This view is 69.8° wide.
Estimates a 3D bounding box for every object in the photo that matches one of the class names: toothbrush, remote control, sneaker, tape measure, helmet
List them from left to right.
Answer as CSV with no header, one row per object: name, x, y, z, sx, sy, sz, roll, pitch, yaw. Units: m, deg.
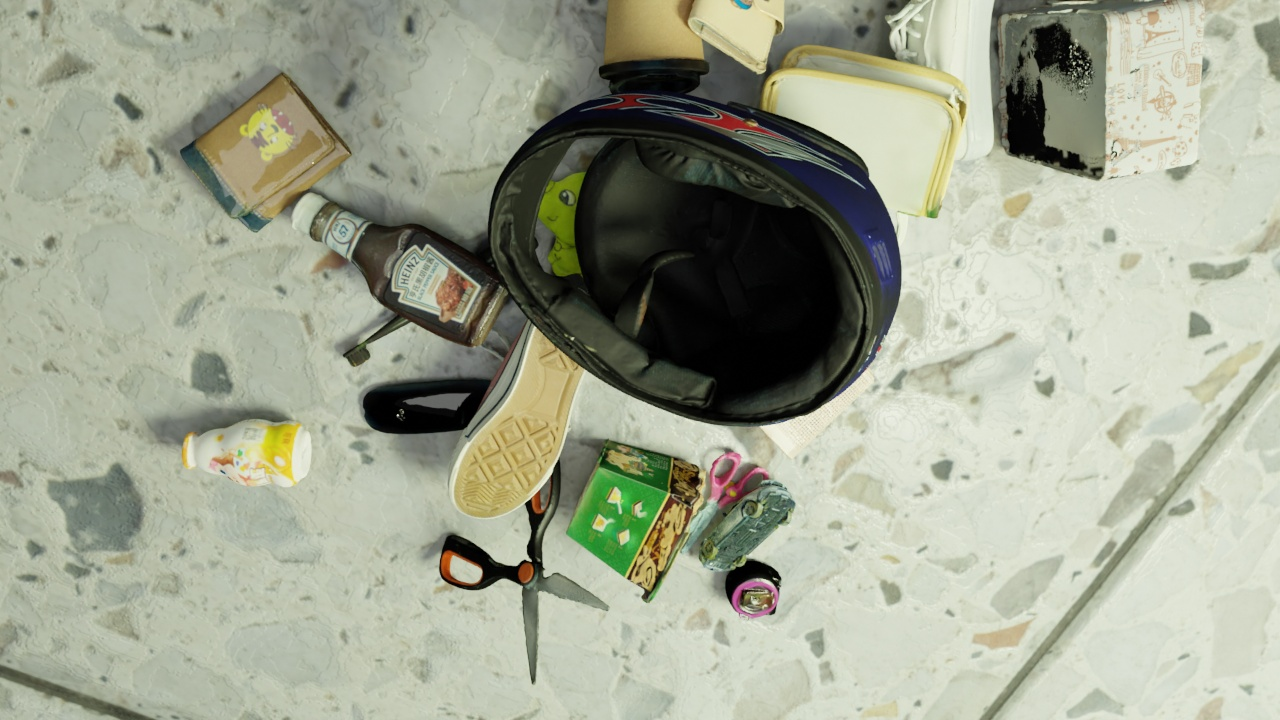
remote control,-0.199,0.046,0.884,0.136,0.024,0.053,-5,110,-3
toothbrush,-0.187,-0.057,0.847,0.213,0.026,0.027,-33,101,7
sneaker,-0.109,0.034,0.854,0.118,0.087,0.241,21,105,-19
helmet,0.048,-0.090,0.737,0.315,0.240,0.248,27,112,-6
tape measure,0.120,0.244,0.973,0.058,0.039,0.057,7,109,-7
sneaker,0.246,-0.285,0.778,0.091,0.089,0.242,-8,116,2

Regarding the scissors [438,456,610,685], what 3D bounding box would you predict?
scissors,-0.111,0.188,0.876,0.021,0.235,0.220,30,64,-48

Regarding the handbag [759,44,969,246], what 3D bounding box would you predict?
handbag,0.187,-0.173,0.799,0.163,0.063,0.179,18,137,19

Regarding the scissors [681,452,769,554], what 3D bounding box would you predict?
scissors,0.068,0.148,0.948,0.073,0.017,0.137,38,105,-26

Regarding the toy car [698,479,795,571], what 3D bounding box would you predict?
toy car,0.107,0.171,0.943,0.054,0.036,0.121,20,119,-37

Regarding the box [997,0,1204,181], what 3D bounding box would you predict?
box,0.378,-0.292,0.736,0.110,0.178,0.260,-10,112,-2

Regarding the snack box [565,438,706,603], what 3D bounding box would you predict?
snack box,-0.008,0.146,0.898,0.105,0.118,0.118,26,105,0

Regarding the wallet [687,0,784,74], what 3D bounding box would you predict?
wallet,0.086,-0.300,0.751,0.087,0.024,0.115,26,65,-30

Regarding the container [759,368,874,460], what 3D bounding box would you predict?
container,0.148,0.016,0.872,0.111,0.090,0.090,-42,108,6

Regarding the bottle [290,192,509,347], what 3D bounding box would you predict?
bottle,-0.213,-0.086,0.809,0.195,0.044,0.080,29,96,-1

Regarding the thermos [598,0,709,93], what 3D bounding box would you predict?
thermos,0.009,-0.290,0.754,0.093,0.093,0.143,-3,101,-4

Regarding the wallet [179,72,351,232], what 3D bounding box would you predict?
wallet,-0.322,-0.178,0.792,0.115,0.033,0.090,-36,108,4

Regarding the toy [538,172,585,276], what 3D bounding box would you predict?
toy,-0.053,-0.122,0.834,0.096,0.031,0.100,14,111,-14

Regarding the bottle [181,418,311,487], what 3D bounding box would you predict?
bottle,-0.369,0.086,0.863,0.108,0.063,0.063,3,109,-6
